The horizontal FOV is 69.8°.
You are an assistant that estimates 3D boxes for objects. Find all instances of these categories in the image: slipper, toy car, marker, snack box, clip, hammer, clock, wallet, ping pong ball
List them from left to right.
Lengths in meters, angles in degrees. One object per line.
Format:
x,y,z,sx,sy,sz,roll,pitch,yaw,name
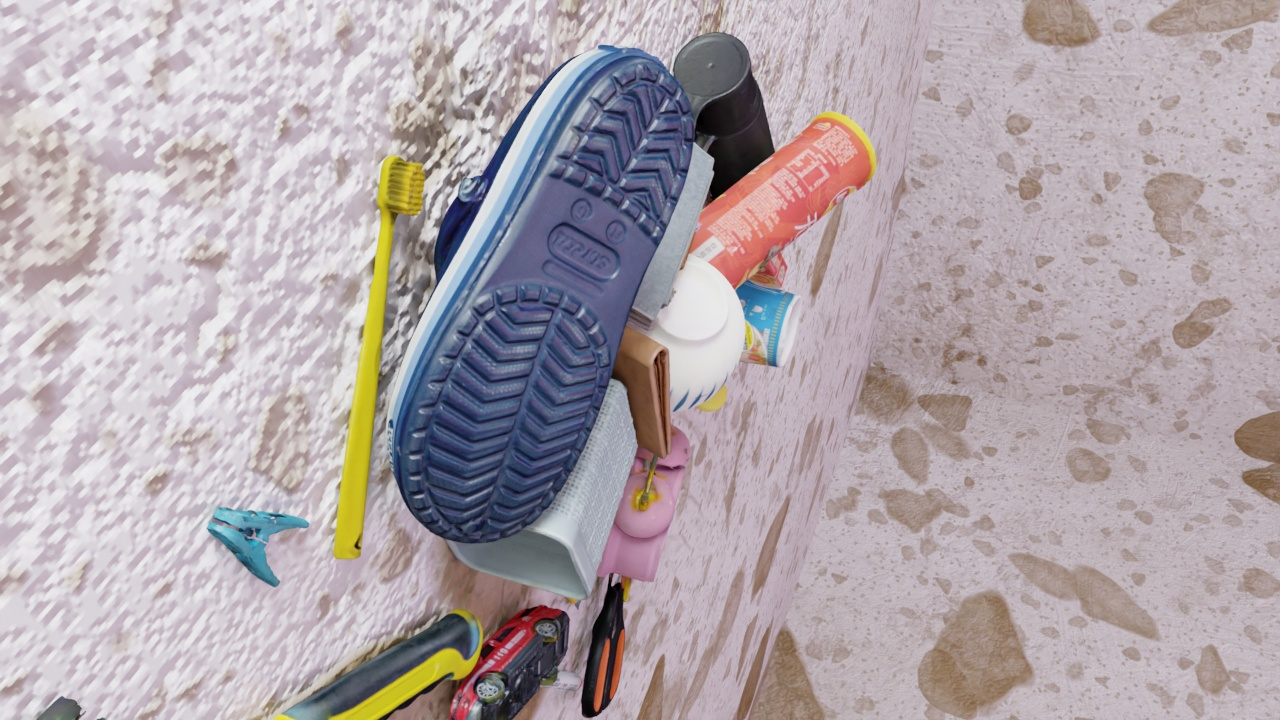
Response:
-0.157,0.072,0.374,0.055,0.013,0.034,74,34,-61,clip
-0.160,0.173,0.415,0.322,0.032,0.126,-6,111,-71,hammer
-0.092,0.216,0.631,0.120,0.045,0.053,-38,137,-58,toy car
-0.062,-0.035,0.450,0.105,0.095,0.253,18,100,-41,slipper
-0.075,0.268,0.771,0.145,0.017,0.017,59,49,-66,marker
-0.024,0.007,0.581,0.020,0.101,0.115,-46,150,-26,wallet
-0.008,-0.097,0.587,0.106,0.037,0.129,33,66,-29,wallet
0.001,0.116,0.759,0.117,0.060,0.159,-68,172,-47,clock
0.074,0.035,0.992,0.040,0.040,0.040,16,89,-72,ping pong ball
0.093,-0.105,0.882,0.153,0.075,0.025,28,77,-72,snack box

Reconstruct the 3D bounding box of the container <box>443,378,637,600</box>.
-0.058,0.067,0.551,0.090,0.090,0.111,79,27,-53,container

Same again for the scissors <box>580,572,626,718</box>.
-0.023,0.217,0.871,0.139,0.022,0.234,67,34,-62,scissors

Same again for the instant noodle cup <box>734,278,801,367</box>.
0.091,-0.039,0.873,0.099,0.110,0.099,16,89,-73,instant noodle cup

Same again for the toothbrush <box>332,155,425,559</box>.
-0.120,0.003,0.420,0.015,0.017,0.190,-20,123,-69,toothbrush

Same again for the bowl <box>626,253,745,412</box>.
0.022,-0.028,0.637,0.116,0.116,0.066,-66,-173,-25,bowl

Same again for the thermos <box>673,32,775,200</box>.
0.075,-0.176,0.797,0.090,0.068,0.242,-61,158,-7,thermos

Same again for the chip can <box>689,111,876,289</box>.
0.098,-0.117,0.753,0.216,0.073,0.073,-40,149,-18,chip can

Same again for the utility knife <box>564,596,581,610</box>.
-0.063,0.163,0.725,0.033,0.015,0.177,-59,158,-26,utility knife

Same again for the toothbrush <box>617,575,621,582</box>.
-0.006,0.206,0.927,0.016,0.018,0.191,81,30,-50,toothbrush
